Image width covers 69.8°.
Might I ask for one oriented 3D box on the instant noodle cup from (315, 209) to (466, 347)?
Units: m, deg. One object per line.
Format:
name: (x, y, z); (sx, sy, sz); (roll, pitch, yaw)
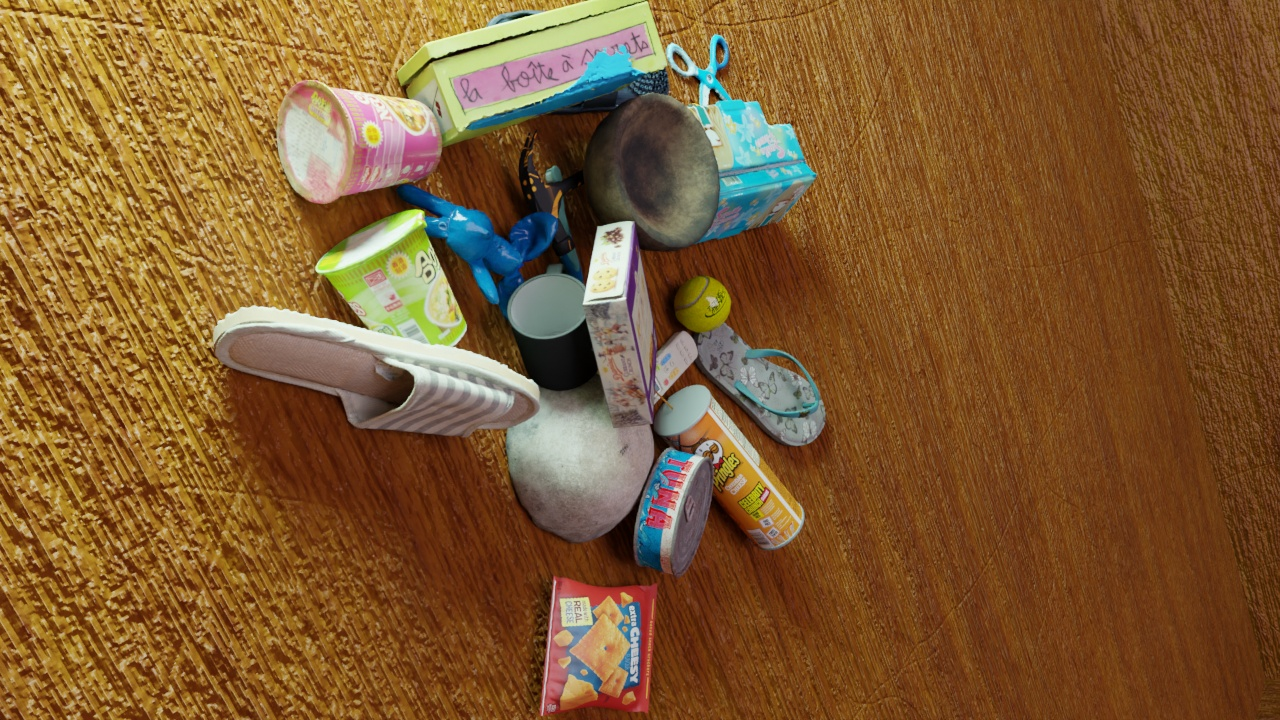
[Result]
instant noodle cup: (-0.204, -0.057, 0.782); (0.098, 0.099, 0.108); (-49, 126, -38)

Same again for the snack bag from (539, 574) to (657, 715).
snack bag: (-0.040, 0.287, 0.922); (0.144, 0.039, 0.130); (18, 71, -42)

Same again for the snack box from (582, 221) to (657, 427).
snack box: (-0.015, -0.036, 0.884); (0.143, 0.040, 0.148); (-85, 166, -54)

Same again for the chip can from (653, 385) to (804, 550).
chip can: (0.106, 0.128, 1.069); (0.215, 0.075, 0.075); (50, 52, -28)

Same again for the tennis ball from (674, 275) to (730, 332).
tennis ball: (0.072, -0.066, 1.074); (0.065, 0.066, 0.065); (9, 77, -44)

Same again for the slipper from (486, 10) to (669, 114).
slipper: (-0.044, -0.320, 0.988); (0.262, 0.083, 0.101); (-8, 91, -46)

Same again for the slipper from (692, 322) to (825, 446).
slipper: (0.165, 0.035, 1.162); (0.268, 0.055, 0.098); (32, 64, -36)

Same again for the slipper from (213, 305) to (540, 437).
slipper: (-0.207, 0.019, 0.750); (0.272, 0.115, 0.054); (18, 59, -34)

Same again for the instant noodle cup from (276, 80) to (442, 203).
instant noodle cup: (-0.231, -0.185, 0.776); (0.108, 0.098, 0.098); (-21, 98, -52)

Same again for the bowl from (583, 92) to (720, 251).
bowl: (0.006, -0.192, 0.965); (0.162, 0.070, 0.162); (6, 82, -44)

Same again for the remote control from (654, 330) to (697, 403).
remote control: (0.025, 0.012, 1.048); (0.125, 0.018, 0.038); (-46, 115, -38)

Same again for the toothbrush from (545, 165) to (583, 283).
toothbrush: (-0.081, -0.137, 0.970); (0.022, 0.017, 0.135); (-17, 98, -46)

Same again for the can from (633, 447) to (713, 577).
can: (0.037, 0.160, 0.972); (0.130, 0.044, 0.130); (14, 89, -72)

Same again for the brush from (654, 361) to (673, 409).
brush: (-0.006, 0.006, 1.000); (0.126, 0.017, 0.048); (46, 54, -16)

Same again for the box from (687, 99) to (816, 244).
box: (0.126, -0.226, 1.113); (0.226, 0.086, 0.170); (-21, 124, -45)

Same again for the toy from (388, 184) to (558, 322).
toy: (-0.148, -0.113, 0.862); (0.176, 0.071, 0.112); (31, 74, -38)

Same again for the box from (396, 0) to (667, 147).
box: (-0.098, -0.270, 0.850); (0.220, 0.124, 0.083); (-26, 104, -20)

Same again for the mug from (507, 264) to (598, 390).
mug: (-0.080, -0.040, 0.891); (0.088, 0.078, 0.113); (81, 8, -55)

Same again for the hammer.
hammer: (-0.020, -0.231, 1.019); (0.319, 0.036, 0.123); (-40, 114, -43)

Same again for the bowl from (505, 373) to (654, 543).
bowl: (-0.042, 0.091, 0.925); (0.178, 0.081, 0.178); (11, 74, -45)

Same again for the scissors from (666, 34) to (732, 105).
scissors: (0.084, -0.371, 1.174); (0.134, 0.011, 0.139); (36, 58, -32)
